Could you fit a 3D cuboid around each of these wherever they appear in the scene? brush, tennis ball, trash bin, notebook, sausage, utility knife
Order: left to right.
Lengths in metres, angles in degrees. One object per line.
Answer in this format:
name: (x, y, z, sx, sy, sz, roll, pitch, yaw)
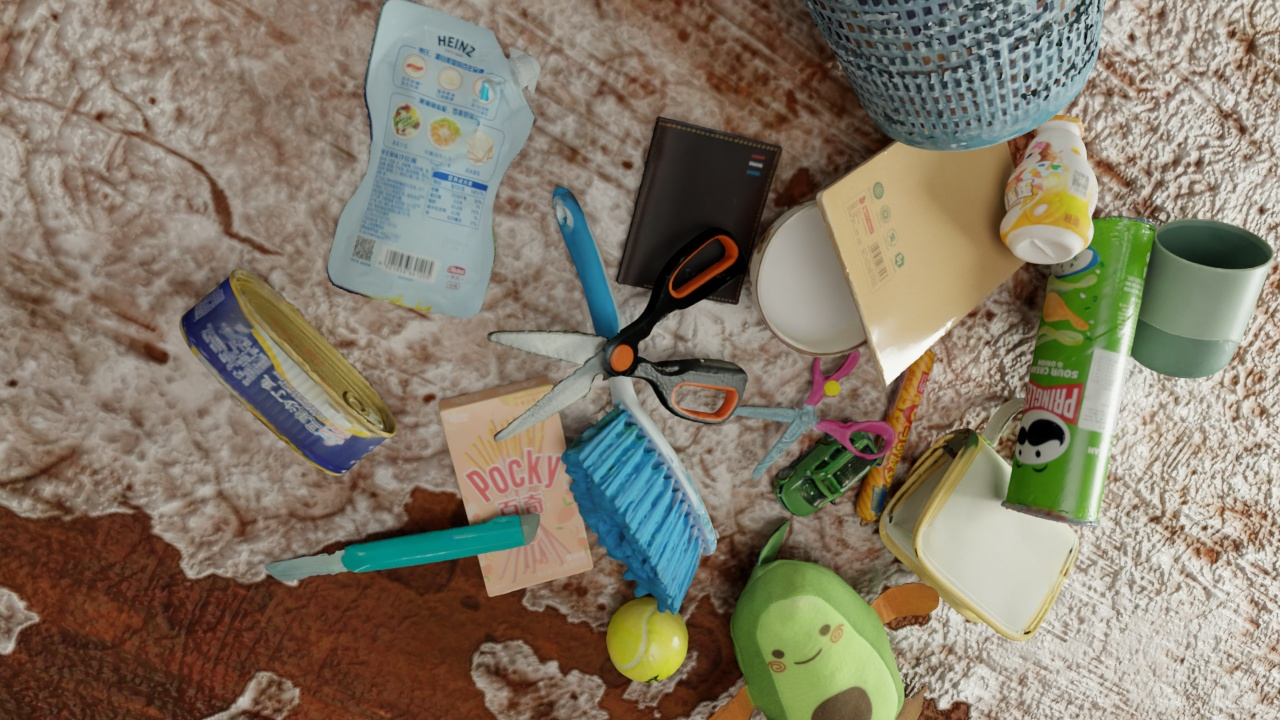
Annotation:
utility knife: (-0.174, 0.138, 0.674, 0.209, 0.013, 0.029, -10, 111, 2)
brush: (-0.020, 0.037, 0.670, 0.109, 0.061, 0.314, -42, 116, -30)
tennis ball: (0.006, 0.221, 0.728, 0.065, 0.065, 0.065, -4, 107, -12)
sausage: (0.207, 0.061, 0.749, 0.021, 0.021, 0.165, 12, 104, -16)
notebook: (0.215, -0.096, 0.664, 0.207, 0.008, 0.148, -36, 113, -29)
trash bin: (0.186, -0.244, 0.552, 0.226, 0.226, 0.195, -38, 138, 0)

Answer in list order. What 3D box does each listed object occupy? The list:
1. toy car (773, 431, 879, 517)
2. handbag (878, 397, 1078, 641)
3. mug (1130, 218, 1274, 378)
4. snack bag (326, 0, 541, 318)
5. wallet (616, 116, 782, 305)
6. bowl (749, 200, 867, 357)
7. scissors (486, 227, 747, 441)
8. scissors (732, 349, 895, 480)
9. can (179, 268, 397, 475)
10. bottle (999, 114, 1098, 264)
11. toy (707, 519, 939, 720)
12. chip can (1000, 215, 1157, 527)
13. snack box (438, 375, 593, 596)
toy car: (0.150, 0.090, 0.739, 0.091, 0.036, 0.043, -40, 112, 5)
handbag: (0.301, 0.124, 0.778, 0.163, 0.063, 0.178, 40, 79, -20)
mug: (0.444, -0.054, 0.736, 0.111, 0.082, 0.106, -43, 140, -41)
snack bag: (-0.136, -0.129, 0.607, 0.110, 0.039, 0.191, 14, 101, -11)
wallet: (0.042, -0.106, 0.665, 0.096, 0.020, 0.122, 10, 106, -16)
bowl: (0.128, -0.063, 0.672, 0.113, 0.062, 0.113, -4, 105, -14)
scissors: (0.000, -0.014, 0.632, 0.220, 0.022, 0.222, 32, 84, -40)
scissors: (0.138, 0.048, 0.716, 0.128, 0.017, 0.133, 41, 86, 6)
can: (-0.230, 0.010, 0.607, 0.049, 0.074, 0.148, -39, 111, 3)
bottle: (0.305, -0.128, 0.682, 0.063, 0.063, 0.108, 22, 71, -18)
toy: (0.151, 0.256, 0.759, 0.227, 0.090, 0.247, -34, 112, -4)
chip can: (0.341, 0.007, 0.713, 0.072, 0.072, 0.236, 10, 92, -16)
snack box: (-0.092, 0.096, 0.689, 0.084, 0.026, 0.157, -14, 109, -9)
